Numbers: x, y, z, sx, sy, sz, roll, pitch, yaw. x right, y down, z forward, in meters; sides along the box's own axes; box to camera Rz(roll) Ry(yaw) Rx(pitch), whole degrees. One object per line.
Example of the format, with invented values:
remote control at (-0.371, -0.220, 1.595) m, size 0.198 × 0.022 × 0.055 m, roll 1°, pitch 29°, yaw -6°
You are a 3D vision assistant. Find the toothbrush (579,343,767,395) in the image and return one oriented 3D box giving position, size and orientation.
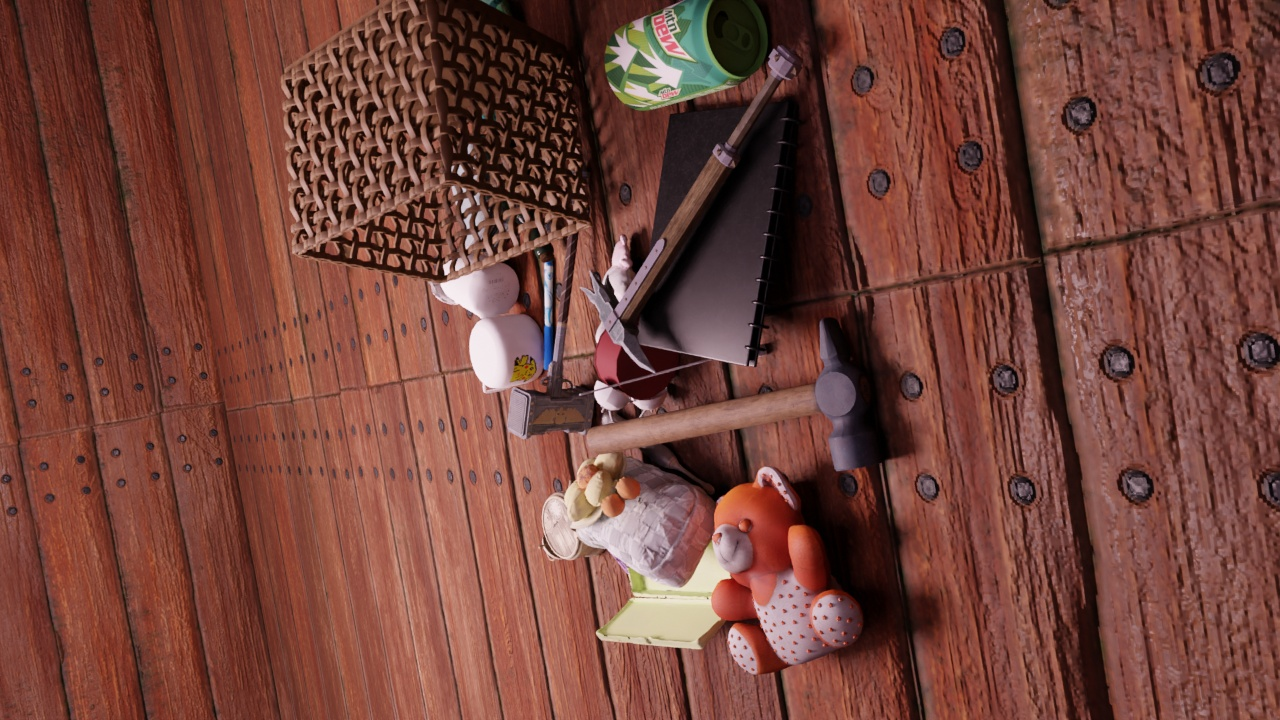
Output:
toothbrush at (0.031, 0.013, 0.864) m, size 0.010 × 0.181 × 0.010 m, roll 96°, pitch 158°, yaw -83°

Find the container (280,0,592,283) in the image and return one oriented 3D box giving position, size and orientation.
container at (-0.225, -0.235, 1.012) m, size 0.252 × 0.219 × 0.214 m, roll -15°, pitch 77°, yaw 34°

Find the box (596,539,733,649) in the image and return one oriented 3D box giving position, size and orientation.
box at (0.035, 0.253, 1.001) m, size 0.188 × 0.061 × 0.133 m, roll -20°, pitch 44°, yaw 52°

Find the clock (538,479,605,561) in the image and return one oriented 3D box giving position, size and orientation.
clock at (-0.095, 0.217, 1.165) m, size 0.093 × 0.054 × 0.141 m, roll 59°, pitch 137°, yaw 25°

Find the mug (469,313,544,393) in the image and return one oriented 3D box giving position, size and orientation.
mug at (-0.179, -0.004, 1.209) m, size 0.094 × 0.068 × 0.116 m, roll 47°, pitch 133°, yaw 36°

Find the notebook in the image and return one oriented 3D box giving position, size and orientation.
notebook at (0.069, -0.119, 0.856) m, size 0.169 × 0.019 × 0.231 m, roll 13°, pitch 96°, yaw 51°

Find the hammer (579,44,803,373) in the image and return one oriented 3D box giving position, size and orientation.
hammer at (0.052, -0.140, 0.836) m, size 0.318 × 0.028 × 0.147 m, roll -57°, pitch 44°, yaw 29°

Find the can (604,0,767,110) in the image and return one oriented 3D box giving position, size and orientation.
can at (0.039, -0.282, 0.839) m, size 0.144 × 0.082 × 0.083 m, roll 4°, pitch 102°, yaw 52°

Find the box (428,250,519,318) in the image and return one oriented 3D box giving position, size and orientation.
box at (-0.232, -0.105, 1.248) m, size 0.160 × 0.081 × 0.092 m, roll 29°, pitch 129°, yaw 48°

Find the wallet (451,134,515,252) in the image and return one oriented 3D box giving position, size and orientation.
wallet at (-0.209, -0.221, 1.209) m, size 0.101 × 0.054 × 0.131 m, roll -42°, pitch 63°, yaw 47°

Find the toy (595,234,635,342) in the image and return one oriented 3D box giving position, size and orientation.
toy at (-0.024, -0.074, 1.002) m, size 0.076 × 0.037 × 0.125 m, roll -178°, pitch 101°, yaw -81°

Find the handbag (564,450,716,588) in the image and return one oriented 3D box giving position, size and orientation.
handbag at (-0.004, 0.157, 0.962) m, size 0.172 × 0.123 × 0.112 m, roll 16°, pitch 69°, yaw 53°

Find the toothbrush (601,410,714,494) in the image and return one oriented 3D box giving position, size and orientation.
toothbrush at (0.019, 0.101, 1.016) m, size 0.186 × 0.022 × 0.024 m, roll 30°, pitch 155°, yaw 44°

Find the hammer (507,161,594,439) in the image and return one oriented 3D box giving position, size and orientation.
hammer at (-0.088, -0.069, 1.075) m, size 0.044 × 0.098 × 0.322 m, roll 20°, pitch 106°, yaw 49°

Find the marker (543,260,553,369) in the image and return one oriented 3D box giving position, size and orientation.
marker at (-0.116, -0.057, 1.159) m, size 0.013 × 0.013 × 0.142 m, roll 21°, pitch 115°, yaw 49°

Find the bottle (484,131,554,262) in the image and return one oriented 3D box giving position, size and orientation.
bottle at (-0.146, -0.197, 1.130) m, size 0.055 × 0.055 × 0.174 m, roll -44°, pitch 65°, yaw 48°

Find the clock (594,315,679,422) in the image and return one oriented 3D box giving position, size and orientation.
clock at (-0.006, 0.006, 0.967) m, size 0.044 × 0.087 × 0.124 m, roll 23°, pitch 106°, yaw 49°

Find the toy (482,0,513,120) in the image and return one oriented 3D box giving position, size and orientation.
toy at (-0.194, -0.386, 1.140) m, size 0.130 × 0.072 × 0.194 m, roll 40°, pitch 137°, yaw 40°

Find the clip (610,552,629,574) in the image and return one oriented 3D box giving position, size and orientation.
clip at (-0.019, 0.230, 1.102) m, size 0.050 × 0.045 × 0.014 m, roll 38°, pitch 147°, yaw -17°

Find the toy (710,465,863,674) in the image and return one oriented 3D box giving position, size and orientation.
toy at (0.121, 0.193, 0.843) m, size 0.164 × 0.092 × 0.172 m, roll -46°, pitch 61°, yaw 49°

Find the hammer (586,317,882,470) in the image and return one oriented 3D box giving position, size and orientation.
hammer at (0.068, 0.054, 0.869) m, size 0.323 × 0.040 × 0.129 m, roll -15°, pitch 84°, yaw 40°
